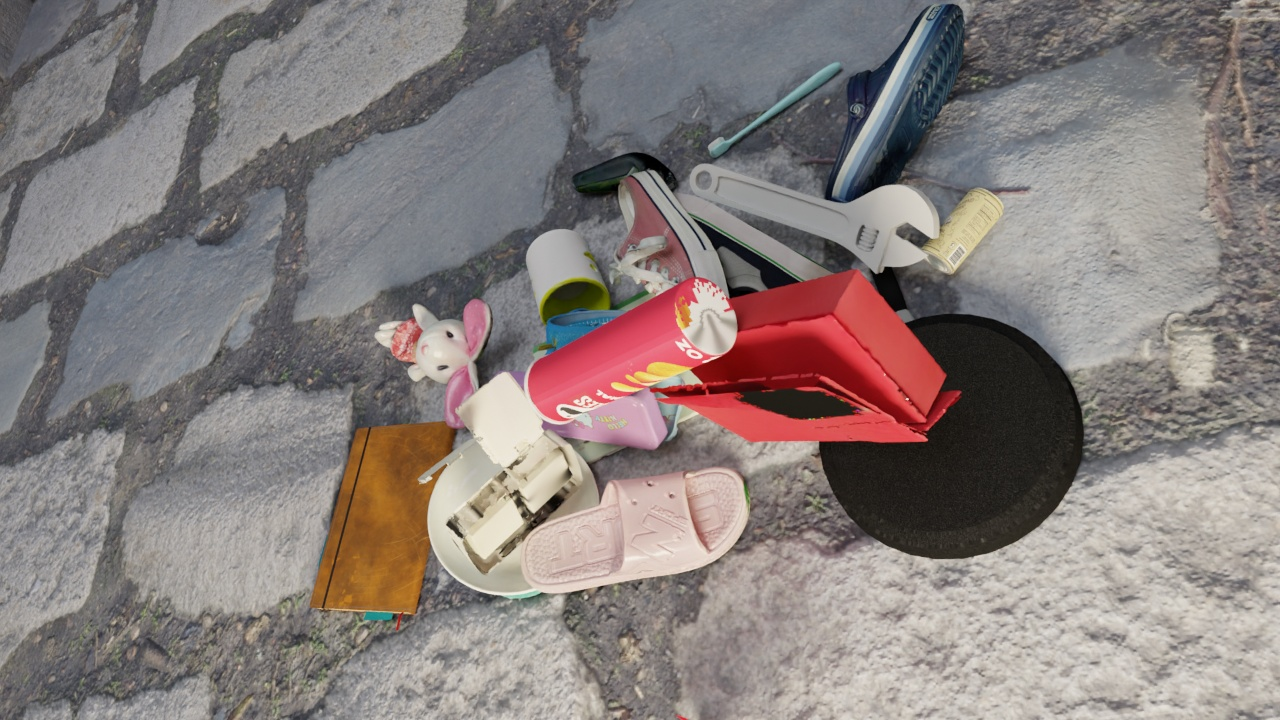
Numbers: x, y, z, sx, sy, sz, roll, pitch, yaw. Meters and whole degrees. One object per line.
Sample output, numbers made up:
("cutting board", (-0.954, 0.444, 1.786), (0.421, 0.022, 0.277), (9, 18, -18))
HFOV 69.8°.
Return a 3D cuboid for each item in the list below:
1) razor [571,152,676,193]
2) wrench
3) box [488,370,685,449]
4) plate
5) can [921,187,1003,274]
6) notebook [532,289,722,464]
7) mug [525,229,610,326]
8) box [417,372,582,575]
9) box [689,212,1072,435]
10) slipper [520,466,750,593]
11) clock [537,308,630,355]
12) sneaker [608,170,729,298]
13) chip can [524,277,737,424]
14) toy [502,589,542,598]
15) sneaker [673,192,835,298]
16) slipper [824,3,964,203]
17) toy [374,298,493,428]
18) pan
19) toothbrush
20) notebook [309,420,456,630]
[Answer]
("razor", (-0.026, -0.222, 1.142), (0.152, 0.053, 0.067), (0, 82, 38))
("wrench", (0.166, -0.161, 0.924), (0.273, 0.018, 0.087), (26, 114, 29))
("box", (-0.058, 0.048, 0.992), (0.215, 0.096, 0.077), (5, 103, 34))
("plate", (-0.133, 0.163, 0.979), (0.182, 0.034, 0.182), (-2, 61, 3))
("can", (0.309, -0.124, 0.881), (0.079, 0.038, 0.038), (-50, 50, 0))
("notebook", (-0.006, 0.006, 1.028), (0.253, 0.010, 0.181), (-26, 54, 18))
("mug", (-0.087, -0.093, 1.077), (0.083, 0.082, 0.106), (-34, 44, 12))
("box", (-0.140, 0.105, 0.885), (0.069, 0.192, 0.143), (36, 66, 27))
("box", (0.210, -0.059, 0.837), (0.324, 0.153, 0.214), (-40, 16, -29))
("slipper", (-0.010, 0.164, 0.890), (0.239, 0.064, 0.094), (-18, 58, 8))
("clock", (-0.043, -0.021, 0.981), (0.117, 0.161, 0.060), (-1, 105, 12))
("sneaker", (0.018, -0.108, 0.983), (0.087, 0.118, 0.241), (-18, 58, -16))
("chip can", (-0.015, -0.003, 0.808), (0.221, 0.069, 0.069), (-25, 51, 47))
("toy", (-0.139, 0.205, 0.994), (0.085, 0.033, 0.105), (-6, 62, 16))
("sneaker", (0.101, -0.109, 0.982), (0.235, 0.084, 0.079), (40, 106, 40))
("slipper", (0.250, -0.266, 0.949), (0.095, 0.105, 0.252), (25, 83, 31))
("toy", (-0.255, -0.015, 1.152), (0.194, 0.084, 0.159), (21, 101, 37))
("pan", (0.256, 0.007, 0.848), (0.226, 0.034, 0.355), (-24, 56, 21))
("toothbrush", (0.157, -0.297, 1.084), (0.181, 0.016, 0.016), (-32, 44, 15))
("notebook", (-0.321, 0.197, 1.122), (0.179, 0.014, 0.248), (-6, 62, 29))
